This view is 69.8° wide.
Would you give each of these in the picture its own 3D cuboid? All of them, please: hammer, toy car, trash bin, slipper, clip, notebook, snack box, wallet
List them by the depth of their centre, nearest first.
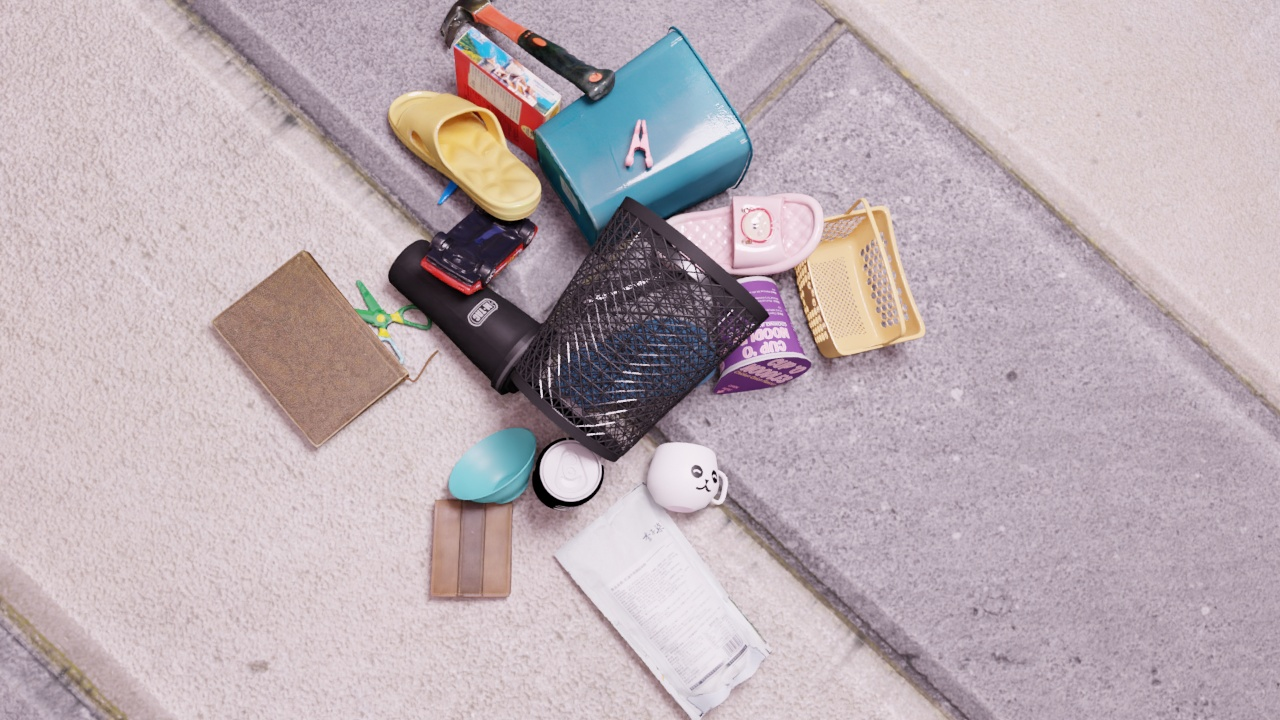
[{"bbox_3d":[-0.012,-0.027,1.072,0.217,0.217,0.243,40,93,1],"label":"trash bin"},{"bbox_3d":[-0.005,-0.254,1.091,0.050,0.023,0.058,-24,91,0],"label":"clip"},{"bbox_3d":[-0.208,0.232,1.135,0.098,0.027,0.121,1,78,-11],"label":"wallet"},{"bbox_3d":[-0.393,-0.026,1.149,0.190,0.034,0.215,-39,86,-9],"label":"notebook"},{"bbox_3d":[-0.199,-0.145,1.156,0.081,0.056,0.188,31,37,2],"label":"toy car"},{"bbox_3d":[-0.224,-0.284,1.180,0.099,0.079,0.263,-33,66,-29],"label":"slipper"},{"bbox_3d":[-0.142,-0.412,1.185,0.133,0.033,0.333,-40,53,-13],"label":"hammer"},{"bbox_3d":[-0.005,-0.270,1.188,0.218,0.197,0.199,-32,84,-7],"label":"trash bin"},{"bbox_3d":[0.126,-0.161,1.190,0.222,0.055,0.106,-6,77,14],"label":"slipper"},{"bbox_3d":[-0.007,0.007,1.193,0.214,0.059,0.103,-13,76,4],"label":"slipper"},{"bbox_3d":[-0.174,-0.341,1.194,0.145,0.143,0.040,38,75,0],"label":"snack box"},{"bbox_3d":[0.059,-0.125,1.243,0.310,0.029,0.125,-22,82,-11],"label":"hammer"}]

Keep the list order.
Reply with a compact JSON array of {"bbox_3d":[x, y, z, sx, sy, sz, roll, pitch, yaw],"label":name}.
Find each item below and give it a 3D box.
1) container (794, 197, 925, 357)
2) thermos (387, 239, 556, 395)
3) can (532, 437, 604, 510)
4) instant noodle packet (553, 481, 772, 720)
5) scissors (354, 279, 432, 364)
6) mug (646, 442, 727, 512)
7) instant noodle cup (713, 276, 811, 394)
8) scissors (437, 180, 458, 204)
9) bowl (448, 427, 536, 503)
[{"bbox_3d":[0.284,-0.103,1.199,0.129,0.167,0.183,-12,81,-10],"label":"container"},{"bbox_3d":[-0.214,-0.058,1.158,0.218,0.106,0.105,40,76,6],"label":"thermos"},{"bbox_3d":[-0.089,0.139,1.108,0.080,0.146,0.080,2,78,-8],"label":"can"},{"bbox_3d":[0.031,0.301,1.149,0.146,0.057,0.269,-37,81,-16],"label":"instant noodle packet"},{"bbox_3d":[-0.336,-0.045,1.180,0.129,0.012,0.116,12,78,-6],"label":"scissors"},{"bbox_3d":[0.066,0.155,1.165,0.123,0.090,0.076,22,65,-36],"label":"mug"},{"bbox_3d":[0.144,-0.035,1.205,0.137,0.121,0.121,-23,67,32],"label":"instant noodle cup"},{"bbox_3d":[-0.233,-0.260,1.236,0.125,0.013,0.129,25,72,-2],"label":"scissors"},{"bbox_3d":[-0.172,0.141,1.133,0.121,0.121,0.046,-37,122,-13],"label":"bowl"}]
